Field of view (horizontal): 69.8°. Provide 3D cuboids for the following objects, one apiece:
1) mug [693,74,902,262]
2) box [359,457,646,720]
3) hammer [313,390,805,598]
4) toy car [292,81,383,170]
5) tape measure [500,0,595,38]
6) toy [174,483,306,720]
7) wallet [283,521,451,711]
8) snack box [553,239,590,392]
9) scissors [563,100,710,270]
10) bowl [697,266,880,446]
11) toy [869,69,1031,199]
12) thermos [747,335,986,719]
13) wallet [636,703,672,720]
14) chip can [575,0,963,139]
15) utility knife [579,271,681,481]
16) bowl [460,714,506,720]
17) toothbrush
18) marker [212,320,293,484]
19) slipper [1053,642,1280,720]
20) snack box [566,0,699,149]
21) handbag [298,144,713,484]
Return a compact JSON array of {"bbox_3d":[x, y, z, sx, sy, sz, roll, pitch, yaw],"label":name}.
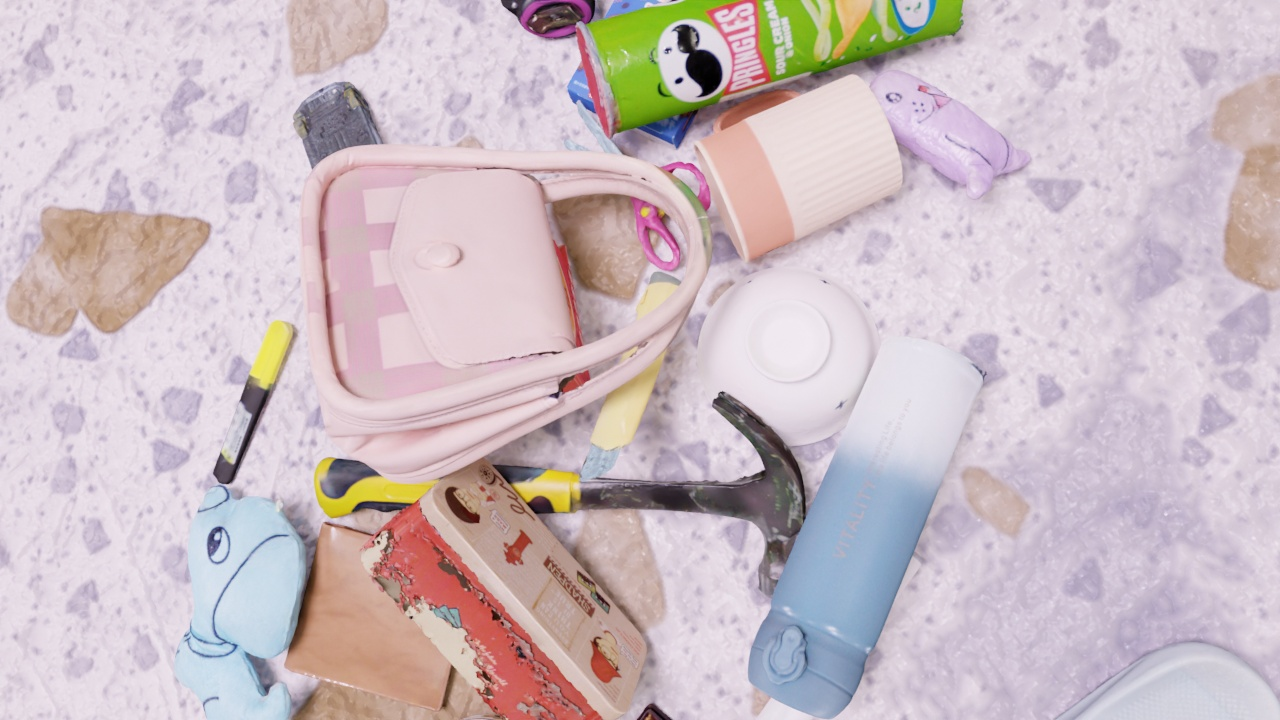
[{"bbox_3d":[0.093,-0.131,0.583,0.106,0.082,0.114,-24,50,4],"label":"mug"},{"bbox_3d":[-0.084,0.149,0.545,0.079,0.091,0.168,-40,93,16],"label":"box"},{"bbox_3d":[-0.059,0.081,0.587,0.324,0.031,0.126,0,104,13],"label":"hammer"},{"bbox_3d":[-0.207,-0.144,0.653,0.054,0.037,0.120,-30,69,6],"label":"toy car"},{"bbox_3d":[-0.060,-0.247,0.629,0.058,0.057,0.039,-13,77,24],"label":"tape measure"},{"bbox_3d":[-0.266,0.163,0.613,0.156,0.049,0.161,-48,67,13],"label":"toy"},{"bbox_3d":[-0.174,0.171,0.614,0.115,0.020,0.101,14,86,9],"label":"wallet"},{"bbox_3d":[-0.097,-0.022,0.592,0.113,0.044,0.127,-16,59,7],"label":"snack box"},{"bbox_3d":[-0.003,-0.128,0.604,0.137,0.017,0.096,57,138,11],"label":"scissors"},{"bbox_3d":[0.090,-0.008,0.568,0.118,0.064,0.118,-1,82,10],"label":"bowl"},{"bbox_3d":[0.185,-0.143,0.574,0.108,0.083,0.039,43,136,13],"label":"toy"},{"bbox_3d":[0.129,0.093,0.527,0.070,0.070,0.220,24,76,12],"label":"thermos"},{"bbox_3d":[0.006,0.292,0.567,0.096,0.020,0.122,37,90,15],"label":"wallet"},{"bbox_3d":[0.081,-0.206,0.572,0.236,0.072,0.072,-17,80,-4],"label":"chip can"},{"bbox_3d":[-0.003,0.003,0.563,0.031,0.019,0.172,2,43,22],"label":"utility knife"},{"bbox_3d":[-0.089,0.273,0.563,0.113,0.062,0.113,-2,81,9],"label":"bowl"},{"bbox_3d":[0.095,0.201,0.547,0.026,0.027,0.221,37,84,6],"label":"toothbrush"},{"bbox_3d":[-0.276,0.030,0.653,0.018,0.015,0.124,21,90,13],"label":"marker"},{"bbox_3d":[0.249,0.252,0.502,0.245,0.074,0.104,-40,79,1],"label":"slipper"},{"bbox_3d":[0.024,-0.232,0.628,0.084,0.026,0.157,28,88,11],"label":"snack box"},{"bbox_3d":[-0.073,-0.048,0.533,0.234,0.093,0.193,-14,58,-2],"label":"handbag"}]
